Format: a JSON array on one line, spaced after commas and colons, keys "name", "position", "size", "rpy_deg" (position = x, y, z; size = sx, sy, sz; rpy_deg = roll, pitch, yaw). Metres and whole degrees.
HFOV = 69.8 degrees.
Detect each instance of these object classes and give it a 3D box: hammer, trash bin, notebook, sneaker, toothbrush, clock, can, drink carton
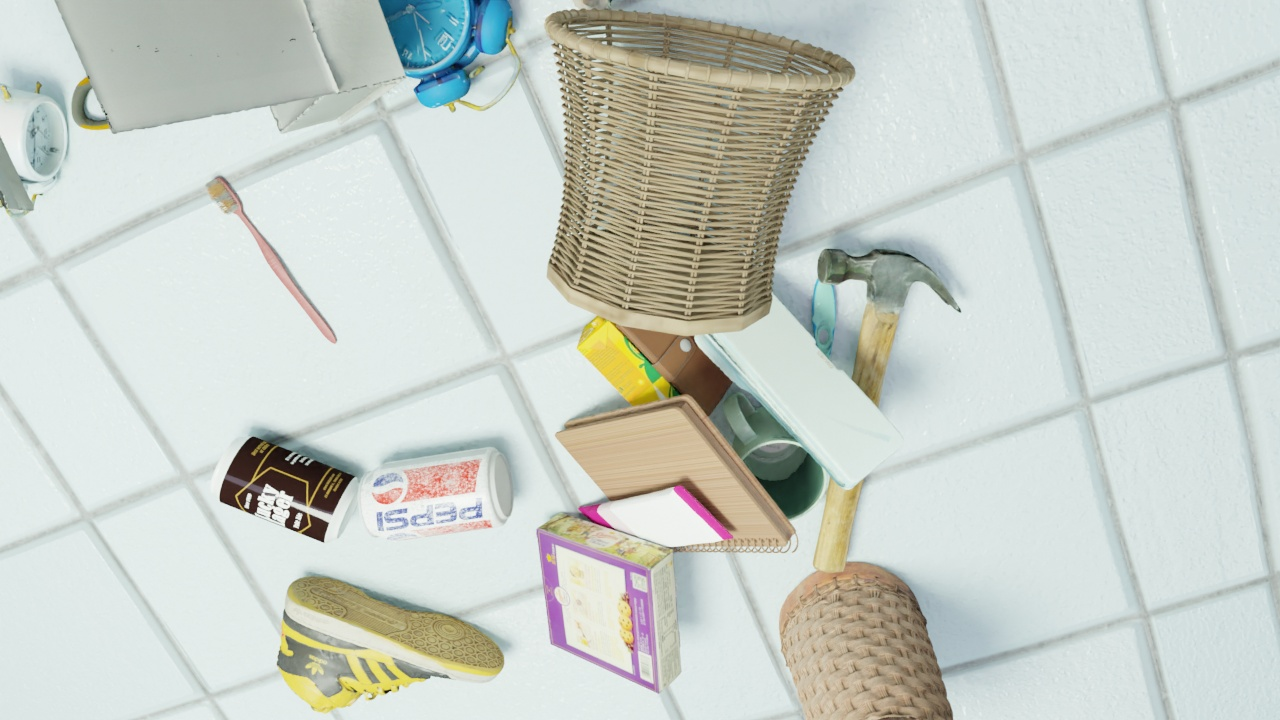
[{"name": "hammer", "position": [0.208, 0.057, 0.865], "size": [0.132, 0.033, 0.331], "rpy_deg": [1, 113, -12]}, {"name": "trash bin", "position": [0.215, 0.313, 0.876], "size": [0.151, 0.209, 0.151], "rpy_deg": [1, 110, 3]}, {"name": "notebook", "position": [0.027, 0.113, 0.840], "size": [0.169, 0.022, 0.211], "rpy_deg": [51, 148, -15]}, {"name": "sneaker", "position": [-0.273, 0.324, 0.974], "size": [0.238, 0.086, 0.122], "rpy_deg": [21, 104, 0]}, {"name": "toothbrush", "position": [0.171, -0.015, 0.857], "size": [0.022, 0.017, 0.135], "rpy_deg": [-2, 111, 4]}, {"name": "clock", "position": [-0.548, -0.184, 0.803], "size": [0.057, 0.083, 0.118], "rpy_deg": [9, 110, -7]}, {"name": "clock", "position": [-0.170, -0.278, 0.755], "size": [0.161, 0.060, 0.117], "rpy_deg": [39, 108, -12]}, {"name": "can", "position": [-0.199, 0.132, 0.903], "size": [0.136, 0.078, 0.078], "rpy_deg": [-9, 110, 7]}, {"name": "can", "position": [-0.350, 0.128, 0.913], "size": [0.128, 0.071, 0.072], "rpy_deg": [23, 110, -5]}, {"name": "toothbrush", "position": [-0.344, -0.090, 0.862], "size": [0.015, 0.015, 0.184], "rpy_deg": [-26, 109, 19]}, {"name": "drink carton", "position": [-0.005, 0.005, 0.853], "size": [0.041, 0.058, 0.122], "rpy_deg": [-39, 104, 16]}]

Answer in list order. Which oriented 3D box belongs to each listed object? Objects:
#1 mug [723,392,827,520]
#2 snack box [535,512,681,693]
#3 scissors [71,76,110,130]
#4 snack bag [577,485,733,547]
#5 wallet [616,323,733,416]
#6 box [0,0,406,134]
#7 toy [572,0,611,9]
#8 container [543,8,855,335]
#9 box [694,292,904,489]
[{"name": "mug", "position": [0.115, 0.078, 0.849], "size": [0.084, 0.104, 0.111], "rpy_deg": [-35, 105, 15]}, {"name": "snack box", "position": [-0.033, 0.239, 0.915], "size": [0.148, 0.040, 0.143], "rpy_deg": [12, 116, 36]}, {"name": "scissors", "position": [-0.425, -0.293, 0.789], "size": [0.225, 0.016, 0.226], "rpy_deg": [-26, 107, 12]}, {"name": "snack bag", "position": [0.009, 0.152, 0.868], "size": [0.070, 0.016, 0.197], "rpy_deg": [44, 149, -13]}, {"name": "wallet", "position": [0.043, -0.019, 0.837], "size": [0.121, 0.087, 0.013], "rpy_deg": [46, 149, -13]}, {"name": "box", "position": [-0.264, -0.242, 0.582], "size": [0.149, 0.412, 0.167], "rpy_deg": [-18, 102, 6]}, {"name": "toy", "position": [-0.059, -0.317, 0.727], "size": [0.074, 0.085, 0.106], "rpy_deg": [-30, 117, 35]}, {"name": "container", "position": [0.029, -0.149, 0.714], "size": [0.227, 0.226, 0.196], "rpy_deg": [9, 118, 0]}, {"name": "box", "position": [0.135, 0.020, 0.795], "size": [0.199, 0.084, 0.071], "rpy_deg": [49, 130, 14]}]
